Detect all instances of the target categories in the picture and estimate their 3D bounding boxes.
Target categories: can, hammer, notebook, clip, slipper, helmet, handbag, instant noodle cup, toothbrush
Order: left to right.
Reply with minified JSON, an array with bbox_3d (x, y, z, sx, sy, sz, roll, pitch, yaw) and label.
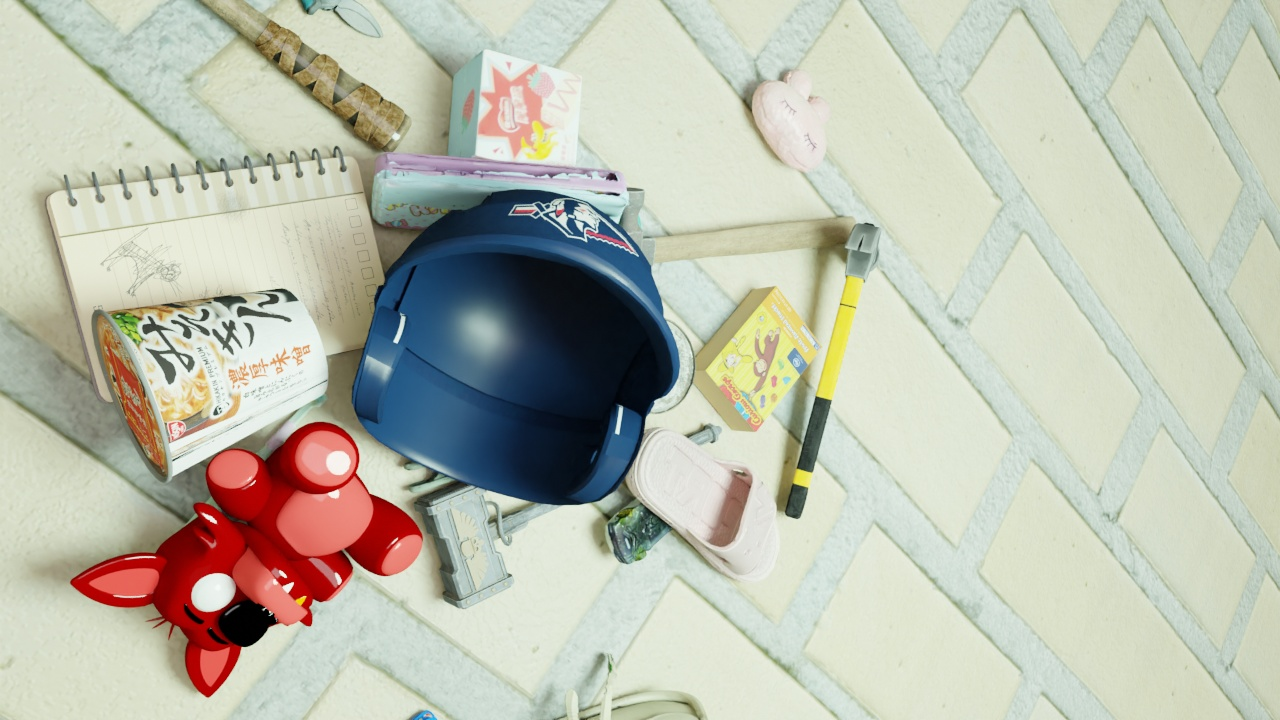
[{"bbox_3d":[-0.299,0.006,0.652,0.121,0.124,0.123,-24,101,-37],"label":"instant noodle cup"},{"bbox_3d":[-0.317,-0.275,0.709,0.318,0.049,0.121,36,69,-26],"label":"hammer"},{"bbox_3d":[-0.317,-0.073,0.715,0.225,0.024,0.167,-15,98,-30],"label":"notebook"},{"bbox_3d":[-0.305,0.081,0.723,0.022,0.015,0.154,33,69,11],"label":"toothbrush"},{"bbox_3d":[-0.168,0.093,0.800,0.076,0.023,0.044,-14,95,-32],"label":"clip"},{"bbox_3d":[-0.083,-0.030,0.711,0.232,0.273,0.222,23,67,-14],"label":"helmet"},{"bbox_3d":[-0.046,0.118,0.863,0.321,0.044,0.098,-20,99,-32],"label":"hammer"},{"bbox_3d":[-0.037,0.349,0.790,0.229,0.184,0.132,-10,91,-14],"label":"handbag"},{"bbox_3d":[-0.005,0.005,0.867,0.089,0.075,0.090,1,89,-32],"label":"can"},{"bbox_3d":[0.081,0.143,0.899,0.239,0.065,0.094,42,64,-36],"label":"slipper"},{"bbox_3d":[0.106,-0.126,0.956,0.330,0.031,0.119,-12,114,-36],"label":"hammer"},{"bbox_3d":[0.202,0.011,0.975,0.034,0.169,0.324,15,92,14],"label":"hammer"}]

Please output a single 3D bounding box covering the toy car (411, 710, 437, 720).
[{"bbox_3d":[-0.169,0.329,0.770,0.033,0.062,0.092,-34,105,-27],"label":"toy car"}]

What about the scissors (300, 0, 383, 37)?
[{"bbox_3d":[-0.279,-0.310,0.745,0.137,0.019,0.136,-23,103,-30],"label":"scissors"}]

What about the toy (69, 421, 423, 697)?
[{"bbox_3d":[-0.279,0.145,0.681,0.196,0.120,0.158,-40,133,-20],"label":"toy"}]

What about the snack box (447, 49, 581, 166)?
[{"bbox_3d":[-0.111,-0.206,0.805,0.094,0.080,0.093,7,85,-30],"label":"snack box"}]

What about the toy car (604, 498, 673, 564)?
[{"bbox_3d":[0.005,0.154,0.893,0.105,0.033,0.048,-32,107,-41],"label":"toy car"}]

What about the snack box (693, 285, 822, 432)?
[{"bbox_3d":[0.119,-0.002,0.958,0.125,0.040,0.088,-49,112,-22],"label":"snack box"}]

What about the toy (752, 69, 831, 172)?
[{"bbox_3d":[0.168,-0.264,0.990,0.108,0.053,0.104,45,53,-20],"label":"toy"}]

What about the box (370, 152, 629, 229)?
[{"bbox_3d":[-0.117,-0.137,0.781,0.214,0.076,0.033,1,68,-19],"label":"box"}]

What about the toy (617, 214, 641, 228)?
[{"bbox_3d":[-0.046,-0.128,0.872,0.105,0.033,0.085,-34,117,-27],"label":"toy"}]
